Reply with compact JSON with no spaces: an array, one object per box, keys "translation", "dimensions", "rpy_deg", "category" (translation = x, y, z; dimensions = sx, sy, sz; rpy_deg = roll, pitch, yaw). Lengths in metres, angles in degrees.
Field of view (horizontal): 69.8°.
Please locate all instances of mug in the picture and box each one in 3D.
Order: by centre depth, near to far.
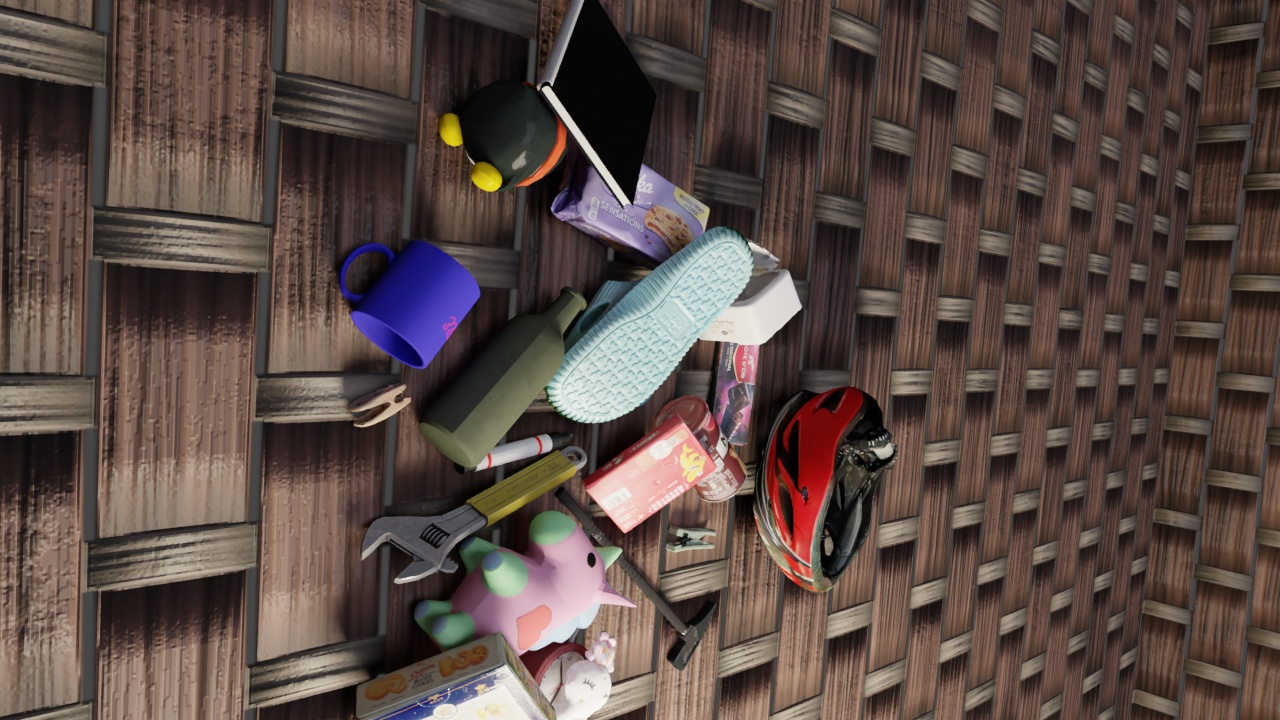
[{"translation":[-0.212,-0.059,0.812],"dimensions":[0.111,0.079,0.083],"rpy_deg":[37,67,-10],"category":"mug"}]

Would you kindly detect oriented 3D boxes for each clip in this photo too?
[{"translation":[-0.236,0.042,0.834],"dimensions":[0.047,0.025,0.062],"rpy_deg":[53,54,-39],"category":"clip"},{"translation":[0.065,0.223,1.149],"dimensions":[0.076,0.023,0.047],"rpy_deg":[10,90,-42],"category":"clip"}]

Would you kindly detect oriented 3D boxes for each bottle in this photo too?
[{"translation":[-0.125,0.007,0.901],"dimensions":[0.206,0.072,0.071],"rpy_deg":[-52,127,-26],"category":"bottle"}]

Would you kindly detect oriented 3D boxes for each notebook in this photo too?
[{"translation":[-0.037,-0.270,0.920],"dimensions":[0.149,0.016,0.206],"rpy_deg":[51,33,-35],"category":"notebook"}]

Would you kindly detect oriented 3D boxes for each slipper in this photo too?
[{"translation":[0.008,-0.042,0.991],"dimensions":[0.276,0.069,0.116],"rpy_deg":[-44,121,-5],"category":"slipper"}]

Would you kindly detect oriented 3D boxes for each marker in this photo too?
[{"translation":[-0.125,0.092,0.949],"dimensions":[0.145,0.019,0.019],"rpy_deg":[-12,104,-42],"category":"marker"}]

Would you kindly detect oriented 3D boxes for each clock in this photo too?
[{"translation":[-0.103,0.352,0.987],"dimensions":[0.137,0.048,0.096],"rpy_deg":[-45,124,-32],"category":"clock"}]

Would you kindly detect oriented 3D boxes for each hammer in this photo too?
[{"translation":[-0.005,0.248,1.091],"dimensions":[0.094,0.015,0.325],"rpy_deg":[-53,127,-24],"category":"hammer"}]

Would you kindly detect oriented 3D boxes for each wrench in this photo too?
[{"translation":[-0.152,0.142,0.909],"dimensions":[0.272,0.083,0.018],"rpy_deg":[-28,149,-46],"category":"wrench"}]

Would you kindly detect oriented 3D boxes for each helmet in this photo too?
[{"translation":[0.236,0.164,1.201],"dimensions":[0.217,0.167,0.271],"rpy_deg":[46,57,-53],"category":"helmet"}]

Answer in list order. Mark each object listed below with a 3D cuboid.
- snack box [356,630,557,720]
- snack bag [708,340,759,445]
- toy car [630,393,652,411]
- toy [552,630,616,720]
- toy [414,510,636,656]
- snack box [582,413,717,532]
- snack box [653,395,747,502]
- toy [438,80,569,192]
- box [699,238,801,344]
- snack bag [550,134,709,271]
[{"translation":[-0.167,0.332,0.860],"dimensions":[0.144,0.042,0.145],"rpy_deg":[-21,127,-1],"category":"snack box"},{"translation":[0.118,0.031,1.176],"dimensions":[0.074,0.018,0.155],"rpy_deg":[8,89,-43],"category":"snack bag"},{"translation":[-0.006,0.006,1.045],"dimensions":[0.060,0.028,0.108],"rpy_deg":[-36,119,-35],"category":"toy car"},{"translation":[-0.059,0.347,0.967],"dimensions":[0.125,0.037,0.076],"rpy_deg":[-55,133,-19],"category":"toy"},{"translation":[-0.120,0.249,0.921],"dimensions":[0.221,0.120,0.171],"rpy_deg":[-54,126,-16],"category":"toy"},{"translation":[0.012,0.129,1.038],"dimensions":[0.133,0.021,0.089],"rpy_deg":[-35,125,2],"category":"snack box"},{"translation":[0.074,0.108,1.106],"dimensions":[0.072,0.072,0.121],"rpy_deg":[-53,128,-25],"category":"snack box"},{"translation":[-0.114,-0.212,0.869],"dimensions":[0.100,0.097,0.119],"rpy_deg":[-41,165,18],"category":"toy"},{"translation":[0.114,-0.099,1.091],"dimensions":[0.102,0.110,0.130],"rpy_deg":[-41,123,-33],"category":"box"},{"translation":[-0.012,-0.161,0.997],"dimensions":[0.205,0.058,0.096],"rpy_deg":[26,75,-40],"category":"snack bag"}]
